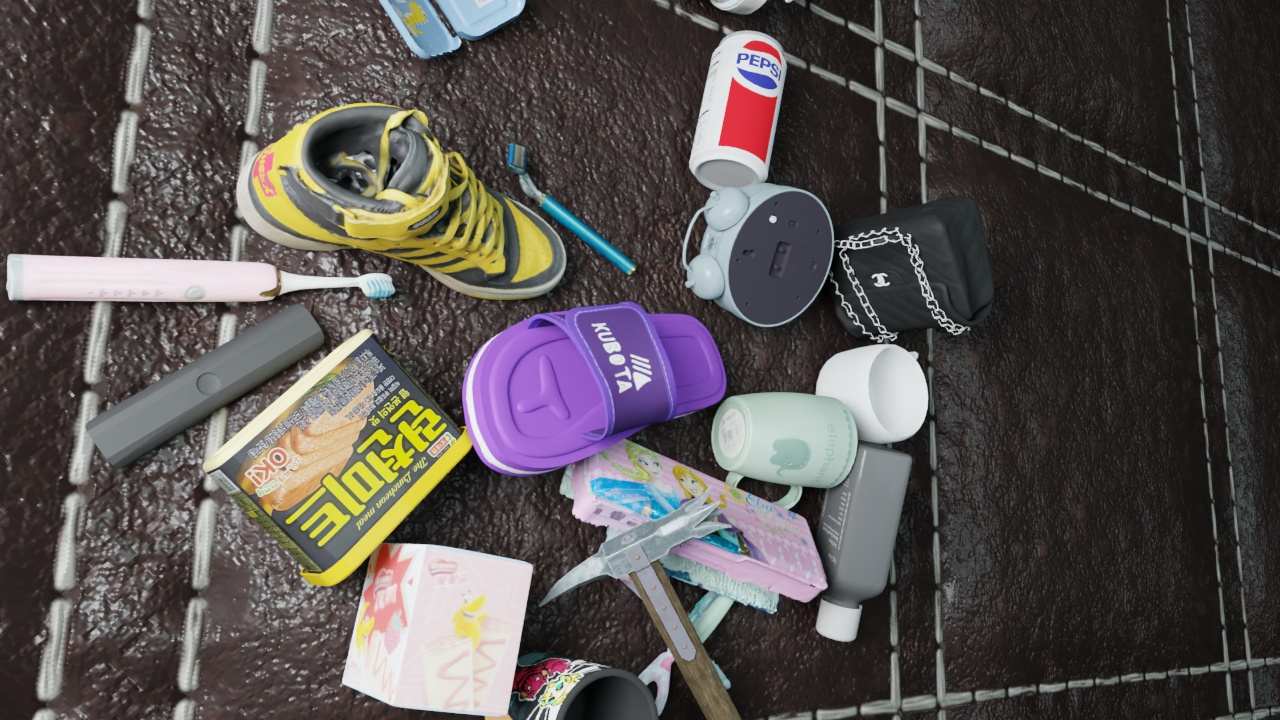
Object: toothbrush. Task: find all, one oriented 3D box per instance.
[{"bbox_3d":[0.081,0.193,0.777,0.022,0.015,0.154,51,51,-3],"label":"toothbrush"},{"bbox_3d":[-0.262,-0.050,0.574,0.222,0.027,0.026,-2,55,-36],"label":"toothbrush"}]

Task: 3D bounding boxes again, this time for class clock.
[{"bbox_3d":[0.101,-0.095,0.802,0.159,0.045,0.123,6,106,-36],"label":"clock"}]

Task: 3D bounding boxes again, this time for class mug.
[{"bbox_3d":[0.117,0.082,0.798,0.104,0.084,0.111,6,107,-26],"label":"mug"},{"bbox_3d":[0.227,0.027,0.886,0.115,0.068,0.094,-44,107,-33],"label":"mug"},{"bbox_3d":[-0.036,0.259,0.638,0.118,0.098,0.081,39,62,-24],"label":"mug"}]

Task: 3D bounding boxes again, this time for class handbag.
[{"bbox_3d":[0.240,-0.072,0.862,0.114,0.154,0.125,-35,107,-38],"label":"handbag"}]

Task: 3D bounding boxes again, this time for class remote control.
[{"bbox_3d":[-0.265,0.013,0.568,0.146,0.015,0.033,-39,105,-34],"label":"remote control"}]

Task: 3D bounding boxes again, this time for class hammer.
[{"bbox_3d":[0.050,0.258,0.710,0.147,0.028,0.317,-26,112,-1],"label":"hammer"}]

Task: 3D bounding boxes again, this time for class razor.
[{"bbox_3d":[-0.056,-0.115,0.739,0.144,0.022,0.042,41,25,-28],"label":"razor"}]

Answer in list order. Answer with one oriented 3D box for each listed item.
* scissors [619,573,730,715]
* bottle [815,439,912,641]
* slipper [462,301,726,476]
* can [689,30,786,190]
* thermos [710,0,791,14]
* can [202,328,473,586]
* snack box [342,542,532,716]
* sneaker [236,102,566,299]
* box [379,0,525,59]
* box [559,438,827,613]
[{"bbox_3d":[0.014,0.225,0.735,0.170,0.013,0.176,51,55,-21],"label":"scissors"},{"bbox_3d":[0.190,0.160,0.817,0.046,0.084,0.174,11,92,-5],"label":"bottle"},{"bbox_3d":[-0.004,0.004,0.671,0.265,0.084,0.107,-10,78,-51],"label":"slipper"},{"bbox_3d":[0.089,-0.223,0.829,0.070,0.070,0.132,23,69,-31],"label":"can"},{"bbox_3d":[0.037,-0.376,0.808,0.220,0.100,0.099,5,79,-31],"label":"thermos"},{"bbox_3d":[-0.189,0.059,0.581,0.101,0.073,0.130,51,58,-15],"label":"can"},{"bbox_3d":[-0.131,0.169,0.588,0.079,0.093,0.094,20,71,-32],"label":"snack box"},{"bbox_3d":[-0.134,-0.103,0.617,0.238,0.122,0.086,9,78,-33],"label":"sneaker"},{"bbox_3d":[-0.182,-0.328,0.675,0.124,0.043,0.209,-40,105,-32],"label":"box"},{"bbox_3d":[0.038,0.135,0.737,0.230,0.071,0.084,26,30,-24],"label":"box"}]
